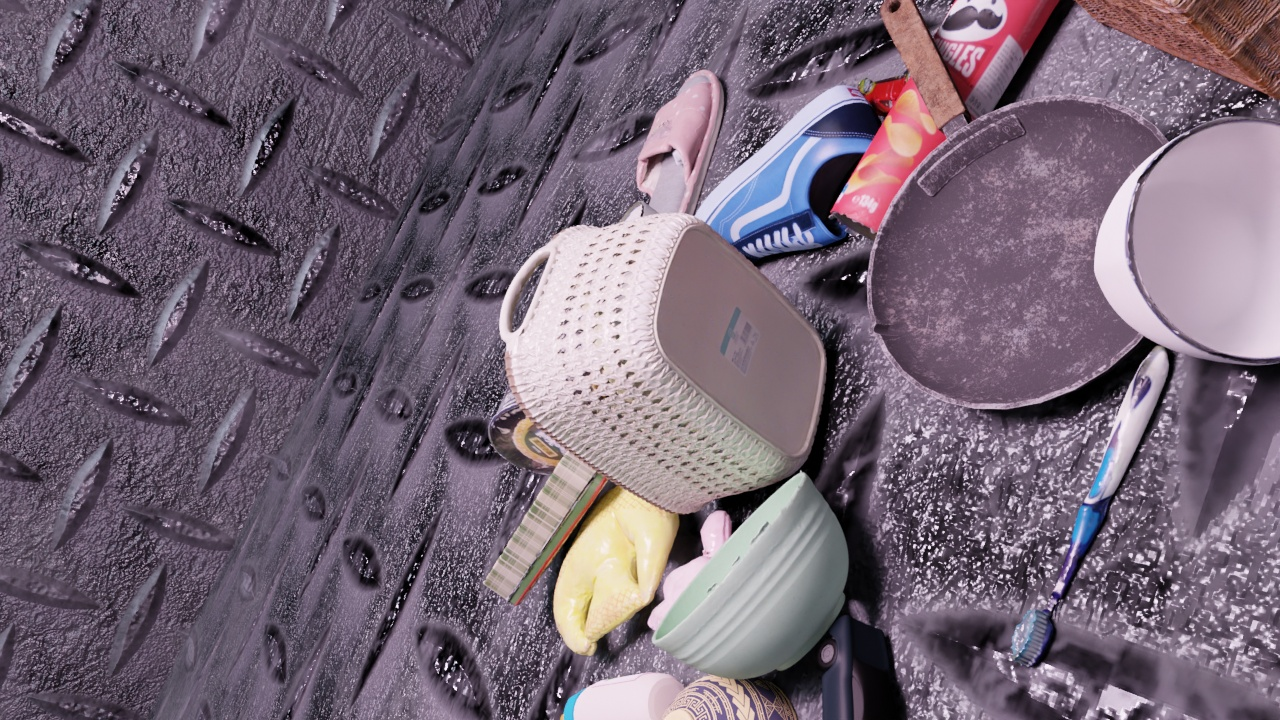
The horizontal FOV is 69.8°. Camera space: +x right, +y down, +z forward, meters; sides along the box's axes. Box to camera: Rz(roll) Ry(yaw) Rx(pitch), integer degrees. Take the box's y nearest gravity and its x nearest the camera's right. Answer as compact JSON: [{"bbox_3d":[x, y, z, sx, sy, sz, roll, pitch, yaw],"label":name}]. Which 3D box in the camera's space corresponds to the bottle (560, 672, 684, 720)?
[{"bbox_3d":[-0.022,0.279,0.726,0.147,0.051,0.051,-30,40,46],"label":"bottle"}]

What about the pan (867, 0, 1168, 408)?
[{"bbox_3d":[0.226,-0.129,0.614,0.208,0.040,0.356,-35,50,35],"label":"pan"}]

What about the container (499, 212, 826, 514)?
[{"bbox_3d":[0.029,0.001,0.704,0.143,0.246,0.184,-15,48,44],"label":"container"}]

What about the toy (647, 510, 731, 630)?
[{"bbox_3d":[0.052,0.169,0.707,0.110,0.047,0.064,-55,28,-11],"label":"toy"}]

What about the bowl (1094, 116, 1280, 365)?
[{"bbox_3d":[0.281,-0.054,0.452,0.116,0.116,0.065,-63,-2,-2],"label":"bowl"}]

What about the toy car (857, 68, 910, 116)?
[{"bbox_3d":[0.222,-0.224,0.782,0.091,0.042,0.036,24,96,61],"label":"toy car"}]

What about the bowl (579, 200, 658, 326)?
[{"bbox_3d":[-0.005,-0.091,1.004,0.154,0.073,0.153,-56,17,28],"label":"bowl"}]

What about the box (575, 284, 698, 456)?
[{"bbox_3d":[-0.009,0.009,0.870,0.044,0.141,0.187,-38,34,10],"label":"box"}]

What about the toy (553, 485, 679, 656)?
[{"bbox_3d":[-0.025,0.174,0.814,0.171,0.064,0.154,-50,25,30],"label":"toy"}]

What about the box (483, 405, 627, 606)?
[{"bbox_3d":[-0.074,0.138,0.870,0.206,0.050,0.117,-58,-1,34],"label":"box"}]

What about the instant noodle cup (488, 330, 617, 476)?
[{"bbox_3d":[-0.081,0.039,0.953,0.138,0.137,0.112,-36,36,41],"label":"instant noodle cup"}]

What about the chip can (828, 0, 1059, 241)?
[{"bbox_3d":[0.234,-0.196,0.704,0.233,0.073,0.073,-60,27,6],"label":"chip can"}]

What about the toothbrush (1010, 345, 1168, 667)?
[{"bbox_3d":[0.241,0.076,0.492,0.189,0.017,0.016,-64,26,-4],"label":"toothbrush"}]

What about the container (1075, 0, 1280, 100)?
[{"bbox_3d":[0.329,-0.249,0.537,0.114,0.112,0.198,-49,29,23],"label":"container"}]

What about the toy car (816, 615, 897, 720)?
[{"bbox_3d":[0.129,0.207,0.536,0.034,0.046,0.111,-38,34,43],"label":"toy car"}]

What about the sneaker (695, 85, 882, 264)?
[{"bbox_3d":[0.125,-0.127,0.822,0.242,0.083,0.098,-45,49,40],"label":"sneaker"}]

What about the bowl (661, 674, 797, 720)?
[{"bbox_3d":[0.046,0.261,0.612,0.113,0.061,0.112,-41,33,35],"label":"bowl"}]

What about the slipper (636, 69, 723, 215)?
[{"bbox_3d":[0.038,-0.249,1.112,0.114,0.054,0.273,-25,46,51],"label":"slipper"}]

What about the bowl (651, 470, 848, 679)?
[{"bbox_3d":[0.084,0.152,0.605,0.150,0.077,0.151,-47,-6,-7],"label":"bowl"}]
